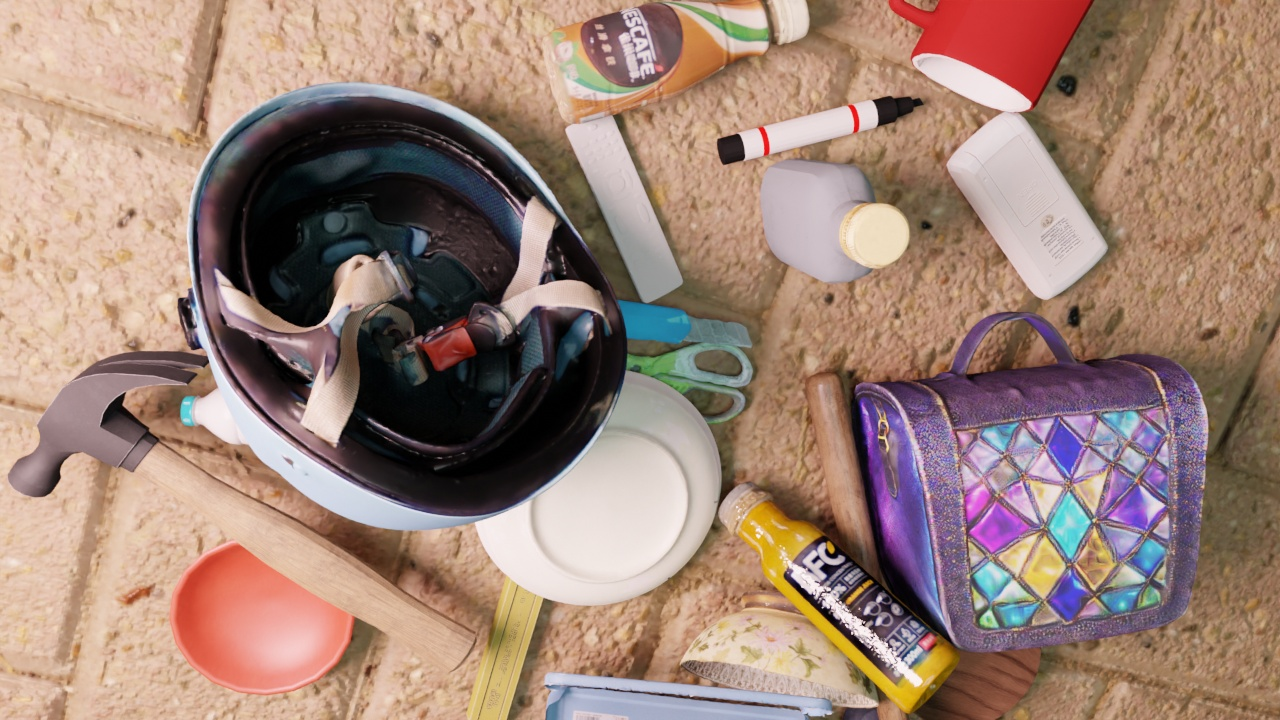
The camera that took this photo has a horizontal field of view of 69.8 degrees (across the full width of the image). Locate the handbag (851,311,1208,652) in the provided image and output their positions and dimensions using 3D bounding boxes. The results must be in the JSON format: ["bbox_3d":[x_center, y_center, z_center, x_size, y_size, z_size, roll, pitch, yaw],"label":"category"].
[{"bbox_3d":[0.268,0.077,0.651,0.205,0.125,0.222,-6,95,-6],"label":"handbag"}]

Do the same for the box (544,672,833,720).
[{"bbox_3d":[0.032,0.265,0.690,0.209,0.039,0.127,6,133,0],"label":"box"}]

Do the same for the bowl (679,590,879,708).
[{"bbox_3d":[0.106,0.212,0.683,0.145,0.145,0.063,19,65,-12],"label":"bowl"}]

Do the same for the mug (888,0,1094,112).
[{"bbox_3d":[0.223,-0.231,0.592,0.116,0.080,0.097,25,100,-6],"label":"mug"}]

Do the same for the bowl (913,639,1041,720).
[{"bbox_3d":[0.260,0.237,0.743,0.119,0.032,0.119,-2,105,-8],"label":"bowl"}]

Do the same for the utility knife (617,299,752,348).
[{"bbox_3d":[-0.017,-0.027,0.643,0.198,0.015,0.031,7,97,-6],"label":"utility knife"}]

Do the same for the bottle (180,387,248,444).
[{"bbox_3d":[-0.233,0.035,0.614,0.136,0.044,0.044,1,104,-8],"label":"bottle"}]

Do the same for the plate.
[{"bbox_3d":[-0.025,0.098,0.647,0.182,0.034,0.182,-4,107,-13],"label":"plate"}]

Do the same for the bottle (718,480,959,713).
[{"bbox_3d":[0.130,0.156,0.637,0.053,0.186,0.053,-31,145,-26],"label":"bottle"}]

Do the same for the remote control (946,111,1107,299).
[{"bbox_3d":[0.279,-0.110,0.658,0.060,0.025,0.138,-41,108,4],"label":"remote control"}]

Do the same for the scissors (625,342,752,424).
[{"bbox_3d":[-0.004,0.006,0.655,0.174,0.033,0.065,13,105,-7],"label":"scissors"}]

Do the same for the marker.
[{"bbox_3d":[0.125,-0.160,0.627,0.145,0.019,0.019,-15,106,-4],"label":"marker"}]

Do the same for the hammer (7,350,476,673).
[{"bbox_3d":[-0.235,0.112,0.599,0.305,0.040,0.132,39,106,-17],"label":"hammer"}]

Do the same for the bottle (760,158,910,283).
[{"bbox_3d":[0.118,-0.086,0.571,0.046,0.161,0.072,-12,106,-5],"label":"bottle"}]

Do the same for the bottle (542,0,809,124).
[{"bbox_3d":[0.024,-0.199,0.581,0.167,0.059,0.059,-17,106,-4],"label":"bottle"}]

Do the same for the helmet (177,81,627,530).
[{"bbox_3d":[-0.145,-0.024,0.535,0.224,0.167,0.265,-18,79,-34],"label":"helmet"}]

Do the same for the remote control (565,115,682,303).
[{"bbox_3d":[-0.011,-0.103,0.624,0.033,0.012,0.131,-29,107,-15],"label":"remote control"}]

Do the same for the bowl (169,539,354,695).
[{"bbox_3d":[-0.264,0.174,0.651,0.122,0.035,0.122,-2,105,-8],"label":"bowl"}]

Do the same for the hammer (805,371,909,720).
[{"bbox_3d":[0.168,0.165,0.683,0.040,0.129,0.322,-14,96,-11],"label":"hammer"}]

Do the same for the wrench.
[{"bbox_3d":[-0.083,0.173,0.685,0.083,0.018,0.273,14,102,-13],"label":"wrench"}]
